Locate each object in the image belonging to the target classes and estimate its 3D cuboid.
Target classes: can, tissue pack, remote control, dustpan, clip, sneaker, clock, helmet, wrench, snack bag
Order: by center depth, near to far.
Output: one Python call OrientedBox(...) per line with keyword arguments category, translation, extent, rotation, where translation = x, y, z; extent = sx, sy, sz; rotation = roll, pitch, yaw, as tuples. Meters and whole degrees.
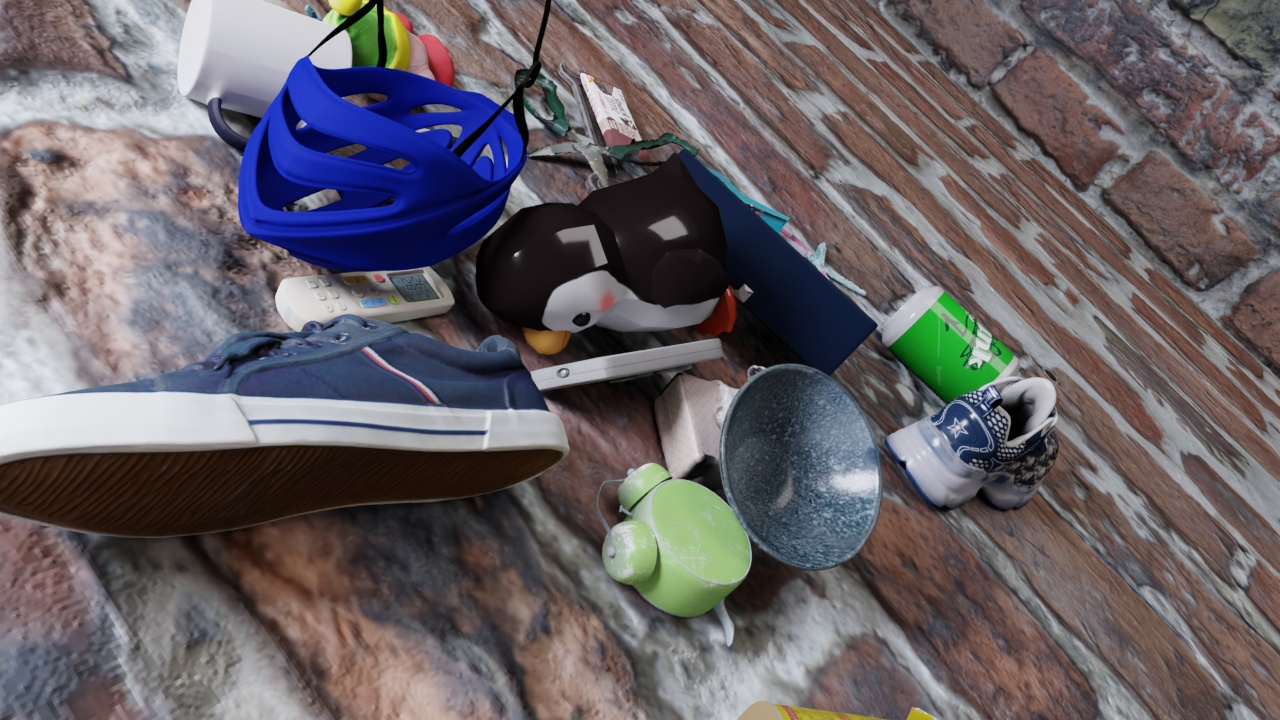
OrientedBox(category="sneaker", translation=(-0.171, 0.013, 0.462), extent=(0.293, 0.121, 0.127), rotation=(-1, 63, -49))
OrientedBox(category="clock", translation=(0.022, 0.115, 0.586), extent=(0.119, 0.043, 0.094), rotation=(31, 33, -12))
OrientedBox(category="helmet", translation=(-0.146, -0.169, 0.588), extent=(0.148, 0.228, 0.240), rotation=(34, 32, 9))
OrientedBox(category="remote control", translation=(-0.176, -0.041, 0.598), extent=(0.038, 0.018, 0.125), rotation=(51, 34, 17))
OrientedBox(category="remote control", translation=(-0.004, 0.004, 0.670), extent=(0.150, 0.074, 0.019), rotation=(-10, 89, -50))
OrientedBox(category="tissue pack", translation=(0.101, 0.065, 0.708), extent=(0.181, 0.071, 0.103), rotation=(18, 39, -25))
OrientedBox(category="dustpan", translation=(0.098, -0.079, 0.845), extent=(0.236, 0.080, 0.273), rotation=(43, -3, 6))
OrientedBox(category="sneaker", translation=(0.362, 0.068, 0.898), extent=(0.268, 0.133, 0.103), rotation=(4, 45, -44))
OrientedBox(category="wrench", translation=(-0.047, -0.243, 0.977), extent=(0.070, 0.010, 0.273), rotation=(16, 39, -32))
OrientedBox(category="snack bag", translation=(-0.028, -0.266, 1.001), extent=(0.057, 0.013, 0.157), rotation=(16, 39, -34))
OrientedBox(category="can", translation=(0.341, -0.011, 1.014), extent=(0.140, 0.088, 0.087), rotation=(45, 33, 8))
OrientedBox(category="clip", translation=(0.105, -0.175, 1.022), extent=(0.116, 0.026, 0.097), rotation=(41, 40, 9))

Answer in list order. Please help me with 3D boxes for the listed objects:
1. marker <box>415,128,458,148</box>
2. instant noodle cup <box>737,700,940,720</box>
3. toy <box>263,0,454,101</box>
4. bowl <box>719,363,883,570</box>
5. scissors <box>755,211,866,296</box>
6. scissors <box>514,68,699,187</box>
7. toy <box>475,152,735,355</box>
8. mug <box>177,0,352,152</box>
OrientedBox(category="marker", translation=(-0.197, -0.193, 0.766), extent=(0.152, 0.011, 0.011), rotation=(7, 45, -40))
OrientedBox(category="instant noodle cup", translation=(0.108, 0.233, 0.492), extent=(0.112, 0.101, 0.100), rotation=(20, 37, -14))
OrientedBox(category="toy", translation=(-0.224, -0.266, 0.745), extent=(0.124, 0.097, 0.131), rotation=(42, 31, 8))
OrientedBox(category="bowl", translation=(0.095, 0.075, 0.623), extent=(0.137, 0.057, 0.137), rotation=(9, 71, -29))
OrientedBox(category="scissors", translation=(0.196, -0.110, 1.058), extent=(0.170, 0.013, 0.176), rotation=(32, 32, -16))
OrientedBox(category="scissors", translation=(-0.051, -0.241, 0.937), extent=(0.201, 0.015, 0.205), rotation=(-16, 56, -38))
OrientedBox(category="toy", translation=(-0.034, -0.080, 0.676), extent=(0.183, 0.140, 0.159), rotation=(-11, 16, -38))
OrientedBox(category="mug", translation=(-0.267, -0.198, 0.652), extent=(0.096, 0.079, 0.111), rotation=(8, 72, -39))
